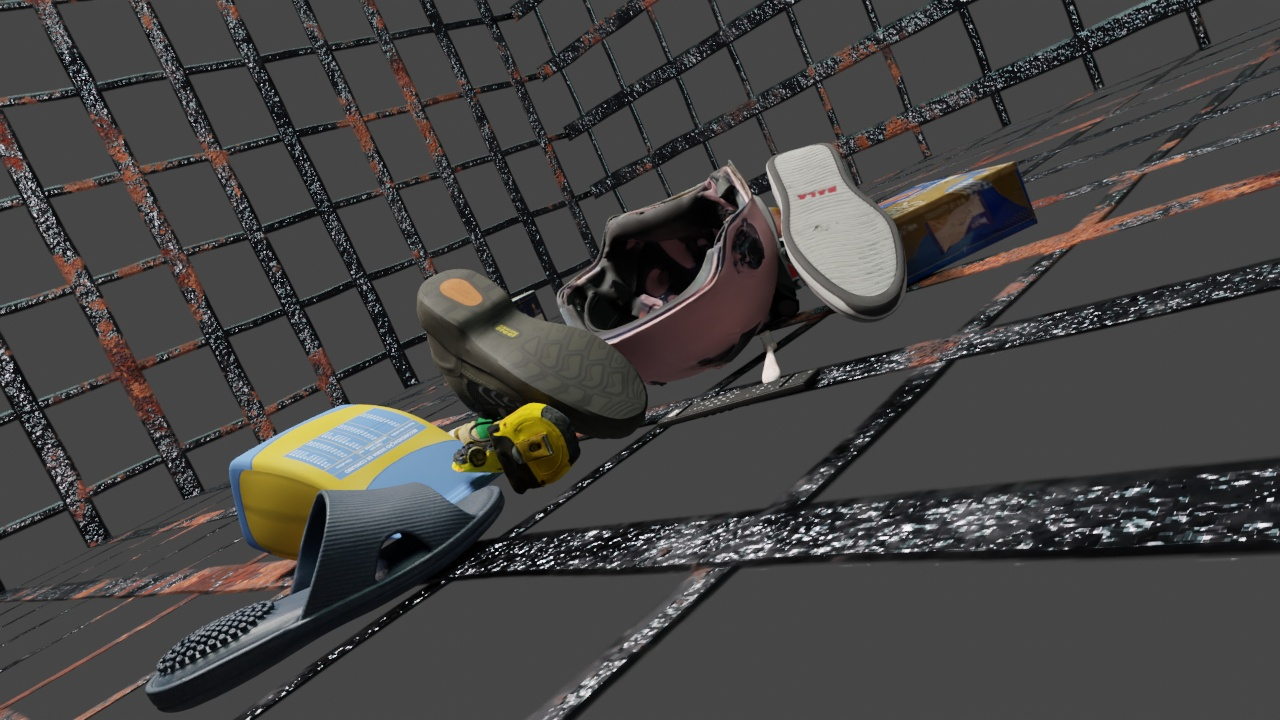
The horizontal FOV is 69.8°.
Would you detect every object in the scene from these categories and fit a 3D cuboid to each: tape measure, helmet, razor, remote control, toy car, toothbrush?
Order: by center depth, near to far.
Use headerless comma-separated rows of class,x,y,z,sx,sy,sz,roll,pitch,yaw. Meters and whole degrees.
remote control,0.074,0.031,0.718,0.140,0.009,0.030,-19,9,37
tape measure,-0.083,0.068,0.737,0.064,0.065,0.037,-22,4,8
toothbrush,0.113,-0.003,0.805,0.016,0.018,0.181,-23,8,11
toy car,-0.120,0.086,0.845,0.106,0.030,0.049,-8,5,-14
helmet,0.039,-0.069,0.944,0.231,0.152,0.254,-21,31,29
razor,0.139,-0.118,1.043,0.057,0.156,0.060,-21,-34,25

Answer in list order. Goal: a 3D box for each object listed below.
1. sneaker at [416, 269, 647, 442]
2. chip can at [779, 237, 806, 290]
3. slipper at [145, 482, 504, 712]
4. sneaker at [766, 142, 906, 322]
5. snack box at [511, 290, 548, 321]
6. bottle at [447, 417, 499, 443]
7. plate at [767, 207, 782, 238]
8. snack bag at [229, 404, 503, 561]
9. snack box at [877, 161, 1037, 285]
sneaker,-0.111,0.031,0.835,0.100,0.238,0.143,-40,-27,-43
chip can,0.123,-0.094,1.100,0.232,0.073,0.073,-22,7,-11
slipper,-0.215,0.135,0.632,0.262,0.082,0.101,-29,11,-28
sneaker,0.187,-0.100,0.890,0.097,0.129,0.262,-17,39,4
snack box,-0.120,0.006,0.984,0.043,0.145,0.144,-23,7,13
bottle,-0.197,0.093,1.021,0.111,0.043,0.043,-25,7,1
plate,0.097,-0.109,1.143,0.186,0.016,0.187,-11,-37,-29
snack bag,-0.248,0.117,0.859,0.205,0.102,0.158,5,20,25
snack box,0.295,-0.140,0.987,0.155,0.069,0.203,-26,8,-5
